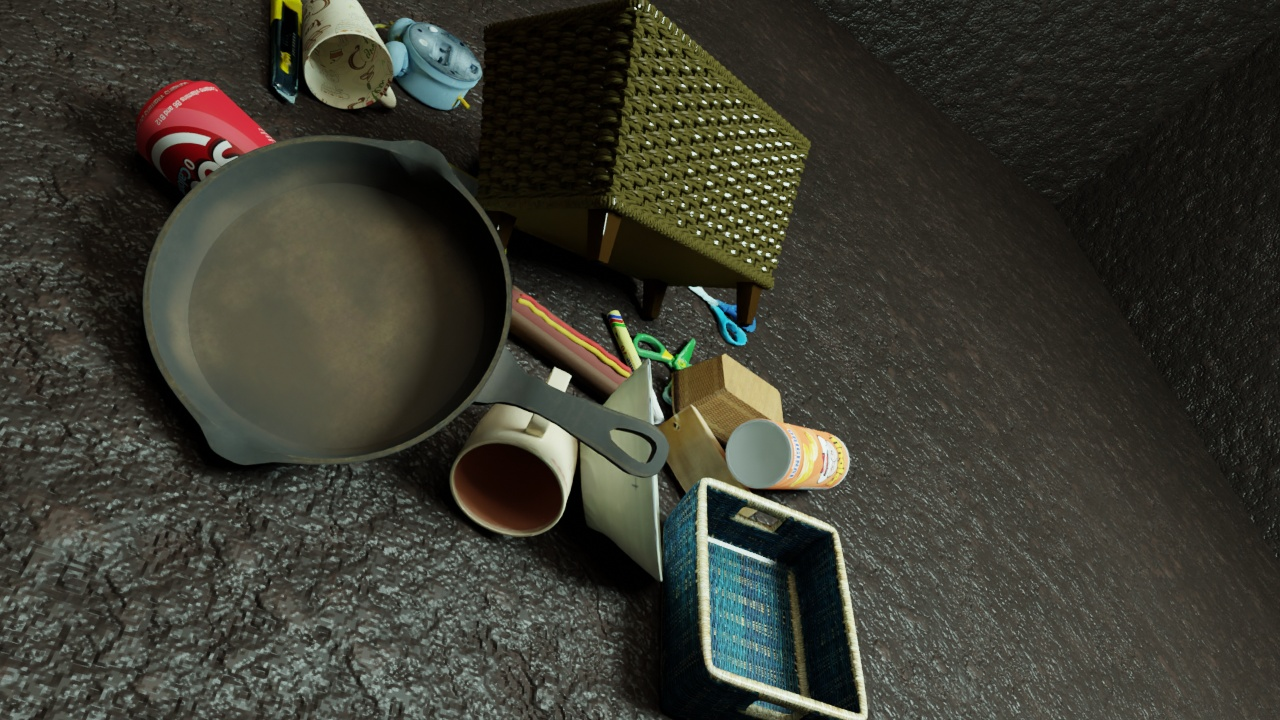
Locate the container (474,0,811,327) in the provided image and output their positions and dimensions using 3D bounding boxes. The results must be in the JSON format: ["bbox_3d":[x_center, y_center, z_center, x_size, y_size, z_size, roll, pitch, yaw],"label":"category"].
[{"bbox_3d":[0.004,-0.161,0.870,0.320,0.177,0.205,16,81,-54],"label":"container"}]

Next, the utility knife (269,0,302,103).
[{"bbox_3d":[-0.336,-0.298,0.871,0.028,0.020,0.171,16,44,-36],"label":"utility knife"}]

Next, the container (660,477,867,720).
[{"bbox_3d":[0.093,0.204,0.741,0.145,0.071,0.187,23,38,-16],"label":"container"}]

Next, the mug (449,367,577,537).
[{"bbox_3d":[-0.082,0.057,0.685,0.085,0.112,0.104,25,26,-6],"label":"mug"}]

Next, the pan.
[{"bbox_3d":[-0.145,-0.009,0.618,0.356,0.043,0.248,27,69,-3],"label":"pan"}]

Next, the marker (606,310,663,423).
[{"bbox_3d":[-0.005,0.005,0.918,0.014,0.014,0.132,9,48,-44],"label":"marker"}]

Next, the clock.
[{"bbox_3d":[-0.232,-0.321,0.984,0.124,0.052,0.088,27,38,-26],"label":"clock"}]

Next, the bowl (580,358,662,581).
[{"bbox_3d":[-0.016,0.088,0.732,0.058,0.177,0.176,-3,43,1],"label":"bowl"}]

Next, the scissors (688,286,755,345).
[{"bbox_3d":[0.091,-0.075,1.123,0.135,0.016,0.086,47,36,10],"label":"scissors"}]

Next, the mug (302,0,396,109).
[{"bbox_3d":[-0.278,-0.295,0.895,0.122,0.081,0.097,42,19,-53],"label":"mug"}]

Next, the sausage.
[{"bbox_3d":[-0.068,-0.013,0.843,0.155,0.040,0.040,36,33,-15],"label":"sausage"}]

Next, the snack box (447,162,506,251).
[{"bbox_3d":[-0.169,-0.098,0.818,0.092,0.042,0.200,26,38,-29],"label":"snack box"}]

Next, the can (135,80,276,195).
[{"bbox_3d":[-0.298,-0.137,0.681,0.142,0.075,0.074,43,32,-4],"label":"can"}]

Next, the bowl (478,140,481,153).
[{"bbox_3d":[-0.091,-0.198,0.958,0.147,0.069,0.147,43,17,-17],"label":"bowl"}]

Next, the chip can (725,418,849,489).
[{"bbox_3d":[0.149,0.095,0.899,0.062,0.062,0.210,60,18,20],"label":"chip can"}]

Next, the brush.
[{"bbox_3d":[0.061,0.103,0.857,0.117,0.049,0.039,57,11,19],"label":"brush"}]

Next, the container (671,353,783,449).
[{"bbox_3d":[0.092,0.044,0.930,0.114,0.061,0.063,32,40,-32],"label":"container"}]

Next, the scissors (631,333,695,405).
[{"bbox_3d":[0.043,0.012,0.969,0.128,0.012,0.119,17,45,-39],"label":"scissors"}]
